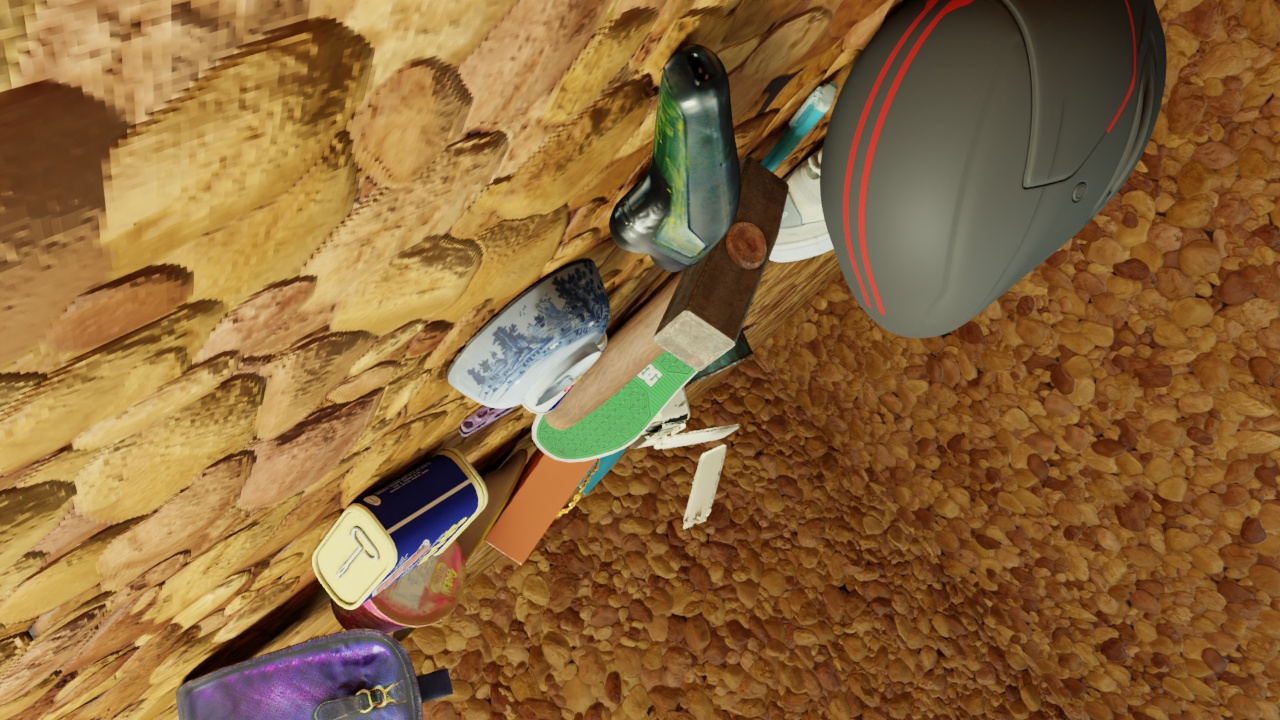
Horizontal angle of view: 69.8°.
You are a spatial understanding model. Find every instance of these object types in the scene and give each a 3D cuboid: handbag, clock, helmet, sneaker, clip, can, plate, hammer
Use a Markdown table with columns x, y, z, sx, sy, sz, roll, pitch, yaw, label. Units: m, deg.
| x | y | z | sx | sy | sz | roll | pitch | yaw | label |
| --- | --- | --- | --- | --- | --- | --- | --- | --- | --- |
| -0.087 | 0.114 | 0.925 | 0.172 | 0.060 | 0.109 | -55 | -168 | -5 | handbag |
| 0.047 | -0.010 | 1.046 | 0.158 | 0.073 | 0.121 | -26 | 179 | 38 | clock |
| 0.206 | -0.141 | 0.586 | 0.169 | 0.164 | 0.265 | 3 | 113 | -35 | helmet |
| 0.182 | -0.170 | 0.738 | 0.243 | 0.089 | 0.090 | -29 | 141 | 21 | sneaker |
| -0.277 | 0.316 | 0.809 | 0.221 | 0.125 | 0.205 | -10 | 162 | -23 | handbag |
| -0.005 | 0.005 | 0.828 | 0.236 | 0.084 | 0.078 | -41 | -165 | 24 | sneaker |
| -0.114 | 0.040 | 0.688 | 0.051 | 0.013 | 0.035 | -35 | 171 | -26 | clip |
| -0.181 | 0.127 | 0.686 | 0.092 | 0.056 | 0.117 | -31 | 169 | -50 | can |
| -0.191 | 0.181 | 0.942 | 0.230 | 0.021 | 0.229 | -52 | -170 | 13 | plate |
| -0.001 | -0.018 | 0.678 | 0.302 | 0.037 | 0.157 | -40 | -160 | 53 | hammer |
| -0.058 | 0.004 | 0.675 | 0.032 | 0.032 | 0.095 | -35 | 171 | -44 | can |

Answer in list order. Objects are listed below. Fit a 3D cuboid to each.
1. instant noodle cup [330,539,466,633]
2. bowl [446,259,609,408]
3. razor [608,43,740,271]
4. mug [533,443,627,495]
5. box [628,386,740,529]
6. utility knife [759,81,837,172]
| x | y | z | sx | sy | sz | roll | pitch | yaw | label |
| --- | --- | --- | --- | --- | --- | --- | --- | --- | --- |
| -0.223 | 0.201 | 0.817 | 0.109 | 0.097 | 0.097 | -37 | 178 | 44 | instant noodle cup |
| -0.057 | -0.006 | 0.552 | 0.114 | 0.045 | 0.114 | -40 | 174 | -5 | bowl |
| 0.015 | -0.089 | 0.427 | 0.067 | 0.054 | 0.151 | -23 | 166 | -5 | razor |
| -0.063 | 0.086 | 1.067 | 0.104 | 0.084 | 0.112 | -45 | -157 | -10 | mug |
| 0.053 | 0.069 | 0.933 | 0.106 | 0.193 | 0.144 | -11 | 170 | -17 | box |
| 0.092 | -0.142 | 0.651 | 0.152 | 0.015 | 0.022 | -47 | -163 | 56 | utility knife |
